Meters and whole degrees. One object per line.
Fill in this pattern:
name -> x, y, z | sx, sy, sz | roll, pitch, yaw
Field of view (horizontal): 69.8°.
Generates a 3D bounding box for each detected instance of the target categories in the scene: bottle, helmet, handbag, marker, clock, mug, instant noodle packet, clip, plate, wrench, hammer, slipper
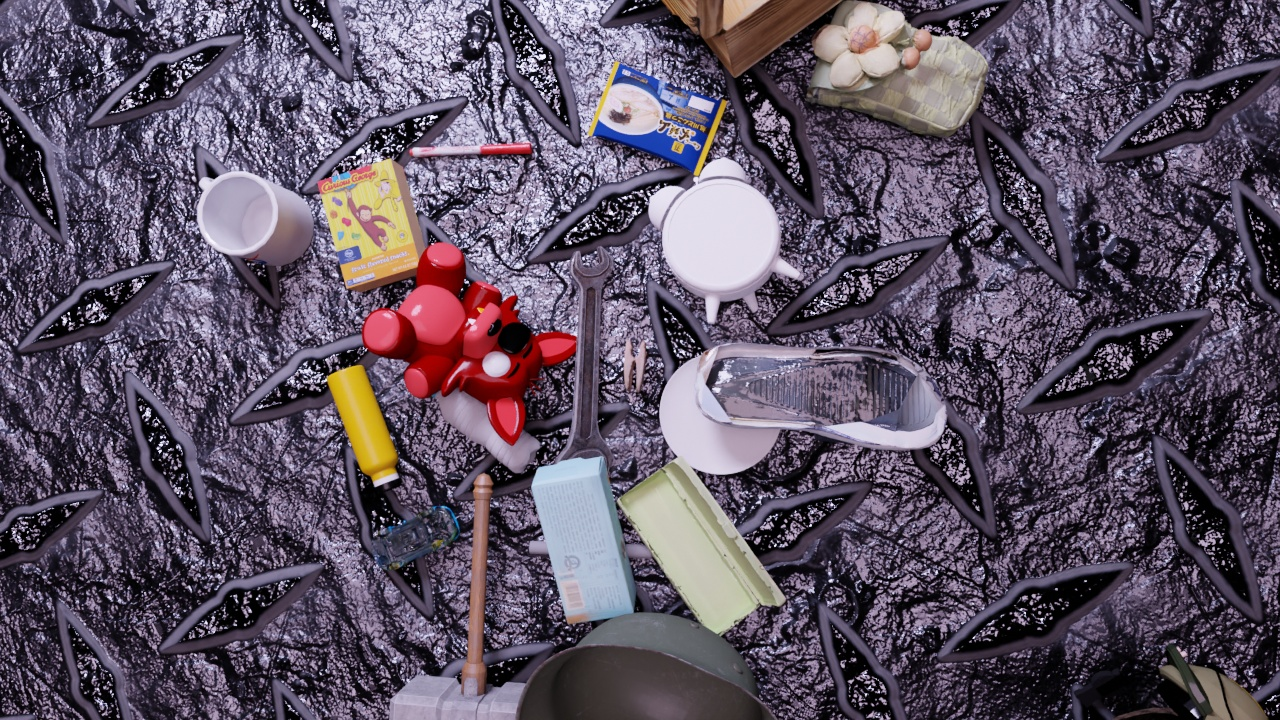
bottle -> -0.176, 0.071, 1.026 | 0.136, 0.044, 0.044 | 36, 92, 5
helmet -> 0.462, 0.400, 0.843 | 0.250, 0.255, 0.233 | -32, 83, 5
handbag -> 0.270, -0.310, 0.957 | 0.186, 0.117, 0.113 | 19, 89, 8
marker -> -0.055, 0.212, 1.026 | 0.140, 0.016, 0.016 | 1, 89, 5
marker -> -0.195, -0.241, 1.052 | 0.142, 0.013, 0.013 | -1, 88, 6
clock -> 0.088, -0.130, 1.001 | 0.125, 0.073, 0.161 | -28, 79, 4
mug -> -0.442, -0.167, 1.033 | 0.121, 0.090, 0.091 | 38, 92, 5
instant noodle packet -> 0.018, -0.271, 1.025 | 0.134, 0.026, 0.087 | 22, 94, 6
clip -> -0.010, 0.005, 1.023 | 0.049, 0.025, 0.061 | 36, 90, 6
plate -> 0.089, 0.058, 1.018 | 0.134, 0.011, 0.134 | 0, 89, 5
bottle -> -0.309, 0.080, 1.039 | 0.043, 0.043, 0.143 | -22, 87, 4
wrench -> -0.059, 0.008, 1.018 | 0.070, 0.010, 0.273 | 4, 87, -31
hammer -> -0.179, 0.283, 1.002 | 0.163, 0.083, 0.317 | 2, 89, 5
slipper -> 0.190, 0.037, 0.982 | 0.264, 0.063, 0.111 | 4, 78, 3
helmet -> 0.024, 0.354, 0.942 | 0.268, 0.153, 0.227 | 20, 109, 7

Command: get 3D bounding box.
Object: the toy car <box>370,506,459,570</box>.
toy car -> -0.253, 0.199, 1.036 | 0.105, 0.032, 0.048 | -26, 87, 10

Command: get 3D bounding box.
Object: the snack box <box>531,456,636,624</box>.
snack box -> -0.058, 0.194, 0.984 | 0.075, 0.053, 0.175 | -11, 107, 8

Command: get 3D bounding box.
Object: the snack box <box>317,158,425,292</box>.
snack box -> -0.302, -0.152, 1.045 | 0.088, 0.040, 0.126 | -16, 87, 5

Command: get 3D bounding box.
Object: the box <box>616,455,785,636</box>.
box -> 0.058, 0.203, 0.979 | 0.082, 0.098, 0.188 | -35, 83, -13

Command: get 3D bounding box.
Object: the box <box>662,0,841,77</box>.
box -> 0.058, -0.483, 0.854 | 0.287, 0.336, 0.279 | -36, 75, 6

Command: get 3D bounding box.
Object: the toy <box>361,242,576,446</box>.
toy -> -0.182, -0.019, 0.994 | 0.197, 0.121, 0.158 | 30, 58, 2
